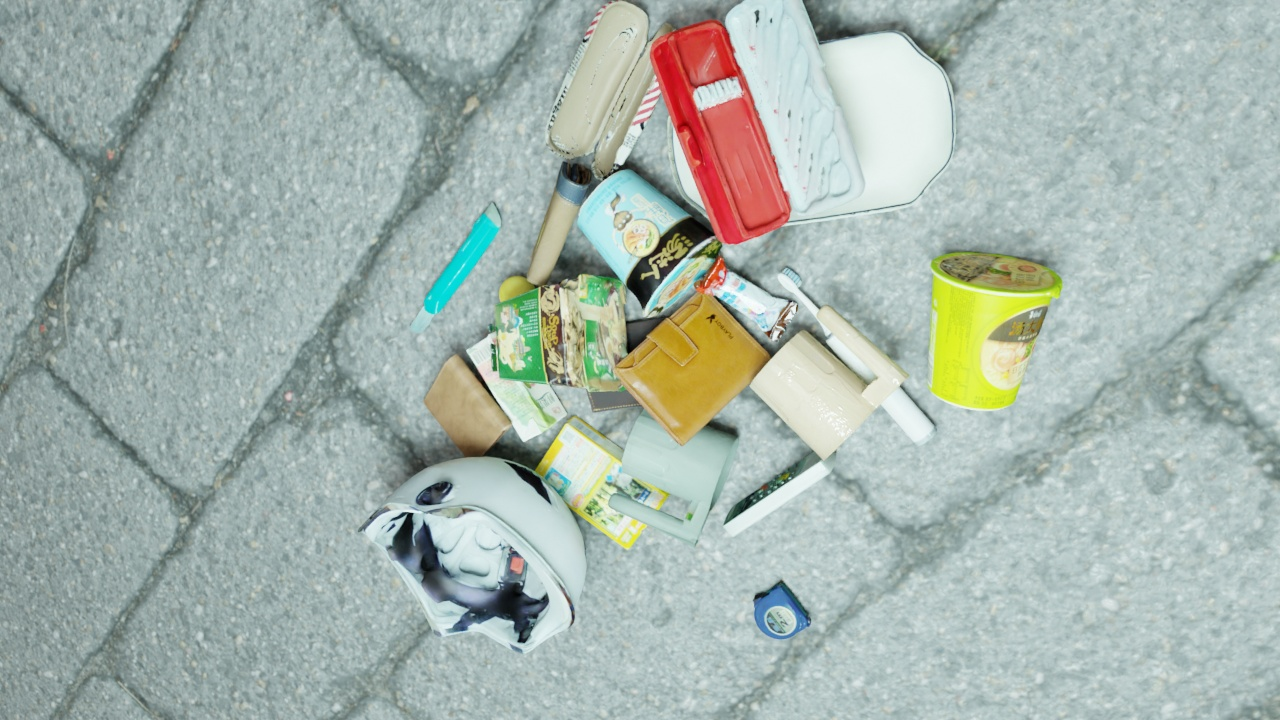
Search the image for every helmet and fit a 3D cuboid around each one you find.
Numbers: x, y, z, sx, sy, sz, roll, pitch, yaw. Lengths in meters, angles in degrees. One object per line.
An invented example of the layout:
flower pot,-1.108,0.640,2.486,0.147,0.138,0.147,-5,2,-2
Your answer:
helmet,-0.161,0.195,1.012,0.259,0.145,0.229,-13,120,34

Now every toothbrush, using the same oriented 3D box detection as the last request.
toothbrush,0.213,-0.005,0.913,0.221,0.026,0.027,48,149,0

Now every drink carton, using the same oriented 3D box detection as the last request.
drink carton,-0.138,0.026,1.018,0.046,0.053,0.122,-29,95,26

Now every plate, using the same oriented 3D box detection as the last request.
plate,0.158,-0.213,0.868,0.266,0.034,0.162,-6,103,19

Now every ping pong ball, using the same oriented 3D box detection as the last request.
ping pong ball,-0.133,-0.072,0.996,0.040,0.040,0.040,5,106,16

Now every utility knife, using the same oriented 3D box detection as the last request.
utility knife,-0.208,-0.098,1.026,0.029,0.013,0.185,43,111,6

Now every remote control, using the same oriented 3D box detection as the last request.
remote control,0.145,0.134,0.958,0.135,0.056,0.019,-39,90,23

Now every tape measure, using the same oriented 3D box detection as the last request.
tape measure,0.153,0.278,1.012,0.055,0.025,0.058,-38,87,25

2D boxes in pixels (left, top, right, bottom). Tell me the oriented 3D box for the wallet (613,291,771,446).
wallet,0.048,0.001,0.936,0.130,0.035,0.119,-43,89,-9

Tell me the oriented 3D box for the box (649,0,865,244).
box,0.106,-0.219,0.833,0.158,0.069,0.201,-19,98,18

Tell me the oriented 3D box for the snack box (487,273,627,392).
snack box,-0.084,-0.024,0.945,0.106,0.117,0.118,-4,87,31

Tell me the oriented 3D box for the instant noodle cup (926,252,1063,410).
instant noodle cup,0.314,-0.024,0.840,0.112,0.111,0.124,9,116,15

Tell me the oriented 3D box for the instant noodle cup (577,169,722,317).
instant noodle cup,0.003,-0.121,0.909,0.120,0.111,0.111,45,113,9

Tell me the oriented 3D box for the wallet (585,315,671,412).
wallet,-0.006,0.006,0.989,0.122,0.020,0.096,-8,105,19

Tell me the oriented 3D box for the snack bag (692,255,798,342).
snack bag,0.106,-0.063,0.928,0.105,0.026,0.045,32,103,-3

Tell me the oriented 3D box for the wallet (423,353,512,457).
wallet,-0.199,0.058,1.037,0.101,0.020,0.116,52,141,5

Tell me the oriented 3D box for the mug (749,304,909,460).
mug,0.181,0.020,0.889,0.103,0.084,0.125,44,128,11

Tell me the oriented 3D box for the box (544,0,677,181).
box,-0.032,-0.261,0.891,0.086,0.075,0.162,18,115,-21

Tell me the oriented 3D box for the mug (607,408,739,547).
mug,0.034,0.118,0.961,0.103,0.084,0.123,21,72,13

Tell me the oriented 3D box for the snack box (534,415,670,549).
snack box,-0.044,0.137,1.031,0.140,0.033,0.087,36,112,7

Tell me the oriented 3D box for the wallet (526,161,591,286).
wallet,-0.084,-0.140,0.937,0.033,0.090,0.115,19,113,-8
